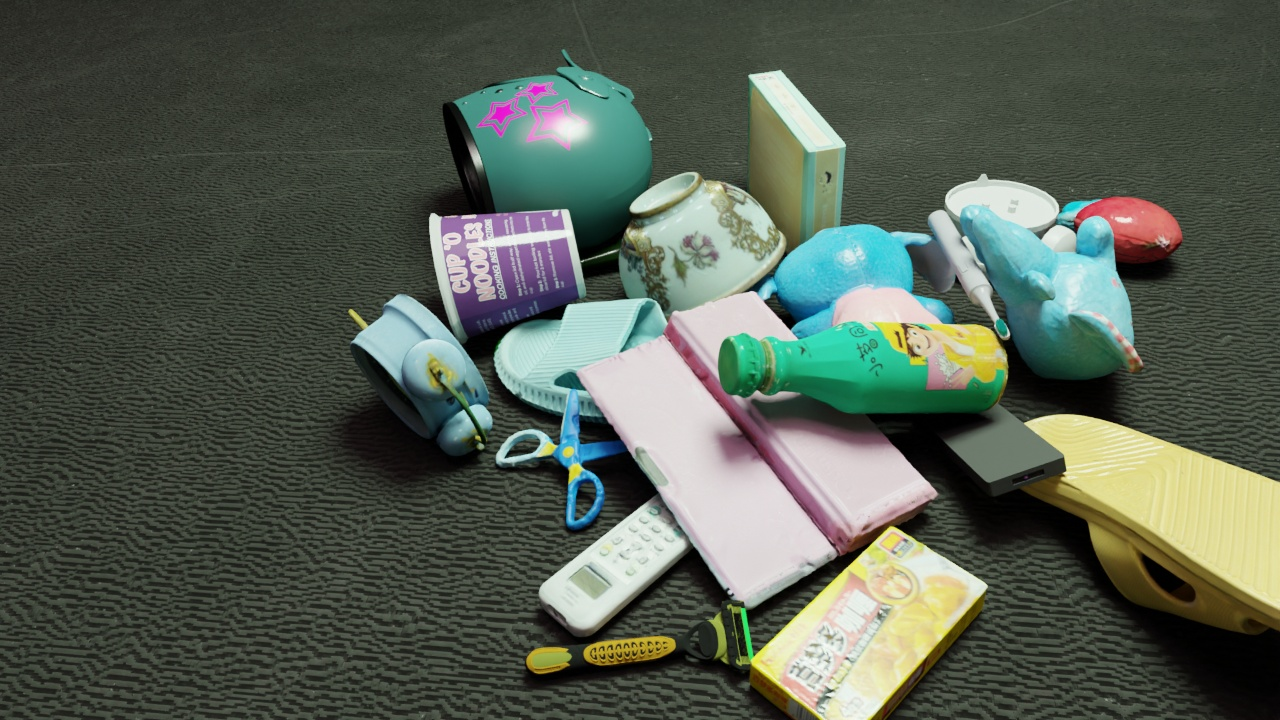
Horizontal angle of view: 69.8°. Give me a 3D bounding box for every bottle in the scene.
[{"bbox_3d":[-0.007,-0.114,0.947,0.122,0.033,0.033,-16,40,-14],"label":"bottle"},{"bbox_3d":[0.161,0.005,0.670,0.209,0.068,0.068,1,37,-16],"label":"bottle"}]

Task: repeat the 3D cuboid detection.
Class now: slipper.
[{"bbox_3d":[0.348,0.112,0.598,0.099,0.078,0.263,-24,25,-14],"label":"slipper"},{"bbox_3d":[-0.005,0.004,0.772,0.276,0.070,0.115,14,45,20],"label":"slipper"}]

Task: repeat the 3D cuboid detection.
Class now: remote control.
[{"bbox_3d":[0.254,0.057,0.682,0.058,0.013,0.133,-19,21,1],"label":"remote control"},{"bbox_3d":[-0.008,0.139,0.637,0.133,0.022,0.050,-34,48,-32],"label":"remote control"}]

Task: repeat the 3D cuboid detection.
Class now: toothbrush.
[{"bbox_3d":[0.265,-0.071,0.741,0.018,0.019,0.187,-18,34,12],"label":"toothbrush"}]

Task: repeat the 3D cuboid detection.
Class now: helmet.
[{"bbox_3d":[-0.091,-0.227,0.982,0.200,0.177,0.274,-17,40,-12],"label":"helmet"}]

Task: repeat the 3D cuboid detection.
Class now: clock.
[{"bbox_3d":[0.359,-0.125,0.902,0.120,0.061,0.159,-5,36,-2],"label":"clock"},{"bbox_3d":[-0.169,0.014,0.737,0.060,0.118,0.162,-41,44,-23],"label":"clock"}]

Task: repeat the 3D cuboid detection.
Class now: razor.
[{"bbox_3d":[-0.002,0.183,0.582,0.144,0.021,0.044,-6,62,-3],"label":"razor"}]

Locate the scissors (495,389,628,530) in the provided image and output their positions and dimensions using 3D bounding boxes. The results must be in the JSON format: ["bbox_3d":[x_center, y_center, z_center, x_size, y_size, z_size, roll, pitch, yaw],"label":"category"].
[{"bbox_3d":[-0.056,0.075,0.713,0.126,0.013,0.125,-8,53,13],"label":"scissors"}]

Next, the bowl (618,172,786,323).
[{"bbox_3d":[0.043,-0.116,0.847,0.160,0.094,0.159,-25,24,12],"label":"bowl"}]

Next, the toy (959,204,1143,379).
[{"bbox_3d":[0.337,-0.068,0.752,0.115,0.180,0.183,-39,14,13],"label":"toy"}]

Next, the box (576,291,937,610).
[{"bbox_3d":[0.081,0.051,0.682,0.178,0.040,0.232,-22,56,-26],"label":"box"}]

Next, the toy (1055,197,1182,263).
[{"bbox_3d":[0.471,-0.134,0.912,0.092,0.062,0.132,8,19,-10],"label":"toy"}]

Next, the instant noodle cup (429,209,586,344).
[{"bbox_3d":[-0.119,-0.092,0.849,0.122,0.122,0.136,-12,48,-3],"label":"instant noodle cup"}]

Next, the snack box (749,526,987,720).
[{"bbox_3d":[0.145,0.173,0.579,0.152,0.025,0.075,-33,46,-31],"label":"snack box"}]

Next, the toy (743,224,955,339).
[{"bbox_3d":[0.181,-0.039,0.794,0.224,0.099,0.191,-12,49,-5],"label":"toy"}]

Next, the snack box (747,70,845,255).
[{"bbox_3d":[0.154,-0.194,0.945,0.044,0.142,0.193,-10,39,-6],"label":"snack box"}]
